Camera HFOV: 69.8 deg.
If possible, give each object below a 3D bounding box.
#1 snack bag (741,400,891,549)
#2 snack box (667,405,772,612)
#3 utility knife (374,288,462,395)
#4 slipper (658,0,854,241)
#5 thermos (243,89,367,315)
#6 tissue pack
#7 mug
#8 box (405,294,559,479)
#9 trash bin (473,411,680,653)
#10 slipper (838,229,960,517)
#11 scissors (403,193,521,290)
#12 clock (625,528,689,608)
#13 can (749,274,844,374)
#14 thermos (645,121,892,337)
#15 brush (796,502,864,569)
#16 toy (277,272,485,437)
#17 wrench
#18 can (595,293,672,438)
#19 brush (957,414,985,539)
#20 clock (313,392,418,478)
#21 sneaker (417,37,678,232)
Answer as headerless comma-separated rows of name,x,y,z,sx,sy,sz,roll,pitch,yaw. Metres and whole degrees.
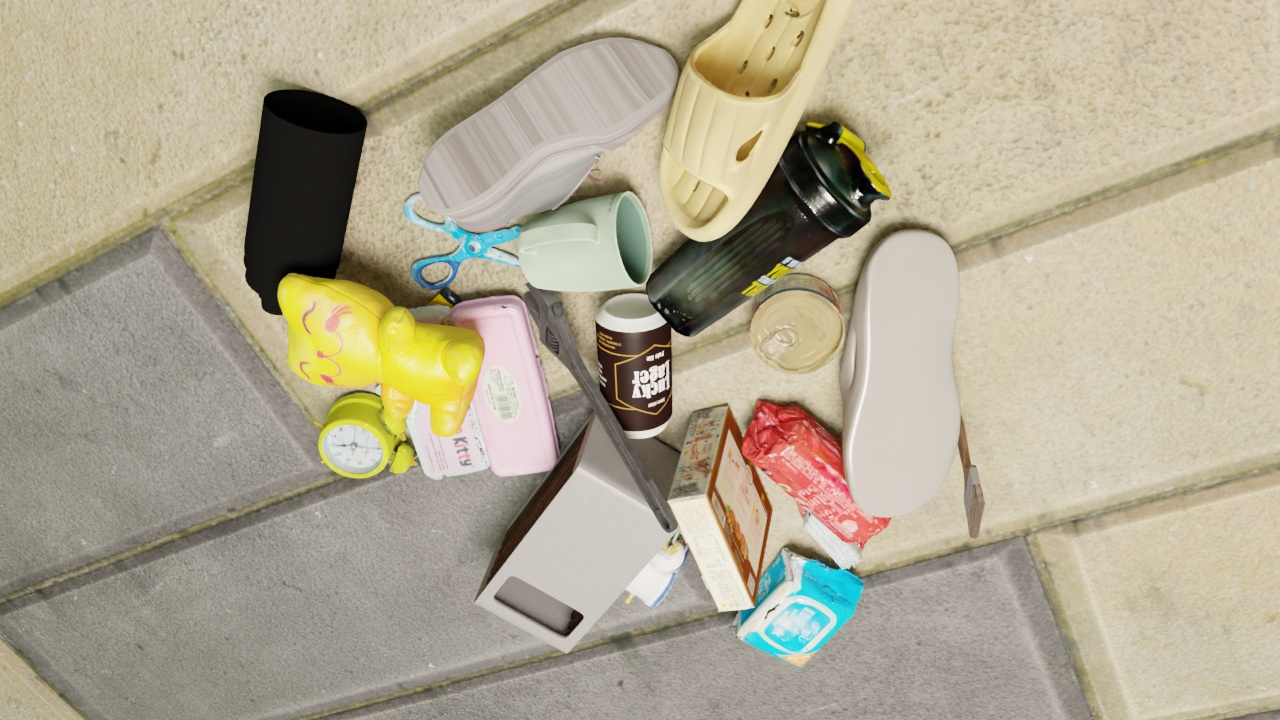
snack bag,0.178,0.112,0.909,0.176,0.082,0.082,40,118,-15
snack box,0.082,0.144,0.905,0.041,0.146,0.143,-13,118,23
utility knife,-0.230,-0.014,0.939,0.030,0.017,0.159,39,115,-8
slipper,0.073,-0.220,0.715,0.079,0.111,0.262,5,124,-44
thermos,-0.313,-0.136,0.843,0.086,0.086,0.199,21,121,-3
tissue pack,0.171,0.274,1.014,0.093,0.061,0.145,27,120,-6
mug,-0.057,-0.103,0.809,0.104,0.111,0.084,-5,87,23
box,-0.171,0.034,0.933,0.153,0.037,0.201,-9,118,3
trash bin,-0.062,0.180,0.967,0.114,0.114,0.229,32,120,-9
slipper,0.232,0.009,0.854,0.113,0.080,0.266,-6,105,-11
scissors,-0.167,-0.101,0.884,0.140,0.013,0.118,20,120,-4
clock,0.023,0.207,0.986,0.052,0.088,0.126,30,121,-1
can,0.145,-0.034,0.852,0.086,0.043,0.086,4,120,7
thermos,0.104,-0.110,0.792,0.098,0.097,0.221,43,122,-15
brush,0.178,0.156,0.965,0.041,0.030,0.172,-34,109,24
toy,-0.234,-0.016,0.847,0.194,0.087,0.135,18,136,3
wrench,-0.039,0.042,0.867,0.273,0.018,0.073,59,155,7
can,-0.005,0.005,0.883,0.072,0.071,0.129,2,120,8
brush,0.300,0.095,0.843,0.008,0.142,0.045,1,128,10
clock,-0.286,0.081,0.982,0.119,0.057,0.083,-1,118,1
sneaker,-0.071,-0.184,0.787,0.236,0.089,0.099,-28,75,3
